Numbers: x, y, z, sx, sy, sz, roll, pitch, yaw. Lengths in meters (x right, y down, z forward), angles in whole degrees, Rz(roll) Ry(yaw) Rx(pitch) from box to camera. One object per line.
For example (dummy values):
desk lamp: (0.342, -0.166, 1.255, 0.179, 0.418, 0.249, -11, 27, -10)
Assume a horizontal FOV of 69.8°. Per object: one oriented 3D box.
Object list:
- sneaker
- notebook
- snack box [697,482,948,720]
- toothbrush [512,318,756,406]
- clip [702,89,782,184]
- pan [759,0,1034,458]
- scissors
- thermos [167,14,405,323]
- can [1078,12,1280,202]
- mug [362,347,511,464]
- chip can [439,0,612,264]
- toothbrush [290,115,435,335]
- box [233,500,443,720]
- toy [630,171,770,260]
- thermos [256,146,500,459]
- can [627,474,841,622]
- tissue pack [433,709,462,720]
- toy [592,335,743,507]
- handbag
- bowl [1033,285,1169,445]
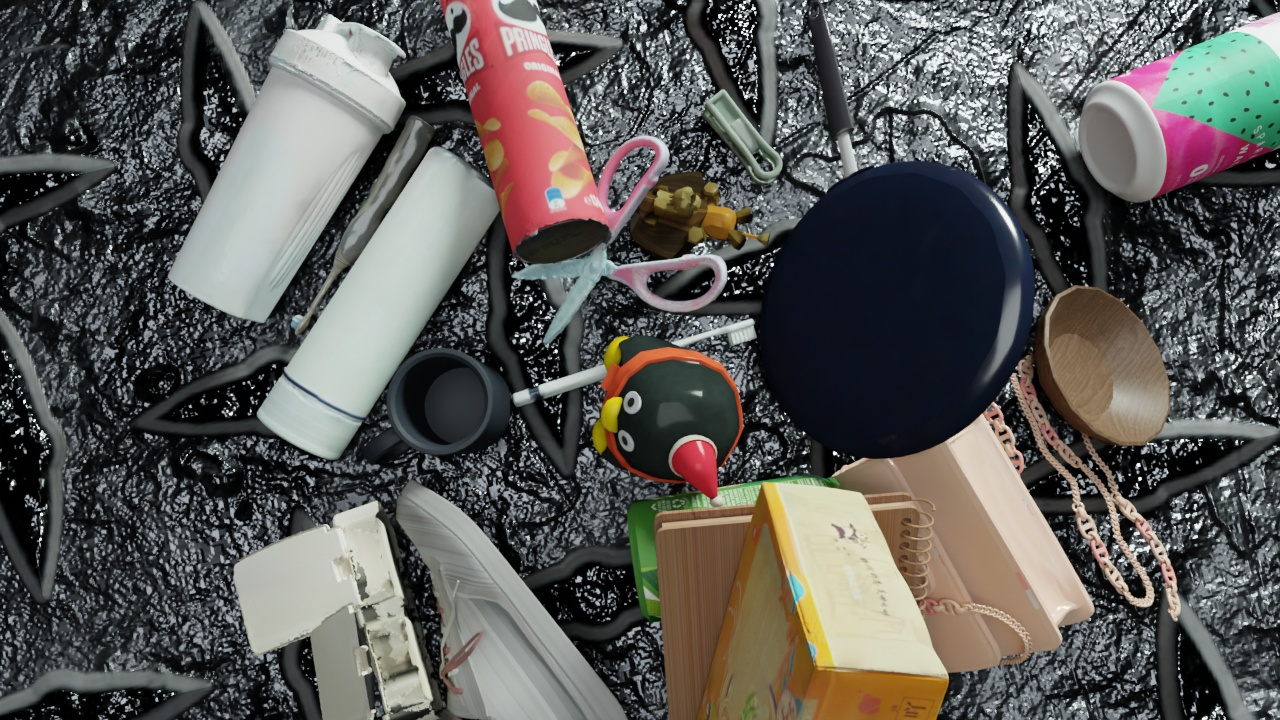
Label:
sneaker: (-0.106, 0.192, 0.619, 0.089, 0.099, 0.236, -39, 87, -16)
notebook: (0.099, 0.182, 0.596, 0.169, 0.022, 0.211, -5, 117, -1)
snack box: (0.094, 0.190, 0.505, 0.080, 0.145, 0.196, 7, 117, -7)
toothbrush: (-0.004, 0.004, 0.675, 0.187, 0.012, 0.017, -18, 88, 0)
clip: (0.076, -0.164, 0.680, 0.023, 0.047, 0.076, -39, 89, 0)
pan: (0.148, -0.108, 0.631, 0.199, 0.021, 0.355, -26, 62, 40)
scissors: (-0.012, -0.065, 0.646, 0.158, 0.014, 0.173, 42, 110, 17)
thermos: (-0.253, -0.140, 0.658, 0.099, 0.099, 0.220, 30, 90, 4)
can: (0.402, -0.178, 0.640, 0.166, 0.088, 0.088, -22, 85, 0)
mug: (-0.146, 0.040, 0.643, 0.105, 0.077, 0.071, -34, 85, -2)
chip can: (-0.086, -0.182, 0.644, 0.073, 0.073, 0.232, -17, 75, 0)
toothbrush: (-0.208, -0.099, 0.687, 0.024, 0.022, 0.185, 29, 88, 7)
box: (-0.193, 0.164, 0.560, 0.101, 0.194, 0.143, -17, 72, -14)
toy: (0.043, -0.100, 0.656, 0.100, 0.063, 0.076, 14, 66, 11)
thermos: (-0.183, -0.040, 0.657, 0.068, 0.068, 0.230, 32, 86, 4)
can: (0.067, 0.127, 0.626, 0.144, 0.083, 0.083, -9, 85, 1)
tissue pack: (-0.186, 0.321, 0.608, 0.071, 0.104, 0.181, 38, 88, 7)
toy: (0.022, 0.039, 0.618, 0.099, 0.119, 0.097, 8, 100, -9)
handbag: (0.252, 0.119, 0.645, 0.186, 0.117, 0.198, -20, 78, -37)
bowl: (0.316, 0.007, 0.641, 0.117, 0.030, 0.117, 9, 67, -23)
